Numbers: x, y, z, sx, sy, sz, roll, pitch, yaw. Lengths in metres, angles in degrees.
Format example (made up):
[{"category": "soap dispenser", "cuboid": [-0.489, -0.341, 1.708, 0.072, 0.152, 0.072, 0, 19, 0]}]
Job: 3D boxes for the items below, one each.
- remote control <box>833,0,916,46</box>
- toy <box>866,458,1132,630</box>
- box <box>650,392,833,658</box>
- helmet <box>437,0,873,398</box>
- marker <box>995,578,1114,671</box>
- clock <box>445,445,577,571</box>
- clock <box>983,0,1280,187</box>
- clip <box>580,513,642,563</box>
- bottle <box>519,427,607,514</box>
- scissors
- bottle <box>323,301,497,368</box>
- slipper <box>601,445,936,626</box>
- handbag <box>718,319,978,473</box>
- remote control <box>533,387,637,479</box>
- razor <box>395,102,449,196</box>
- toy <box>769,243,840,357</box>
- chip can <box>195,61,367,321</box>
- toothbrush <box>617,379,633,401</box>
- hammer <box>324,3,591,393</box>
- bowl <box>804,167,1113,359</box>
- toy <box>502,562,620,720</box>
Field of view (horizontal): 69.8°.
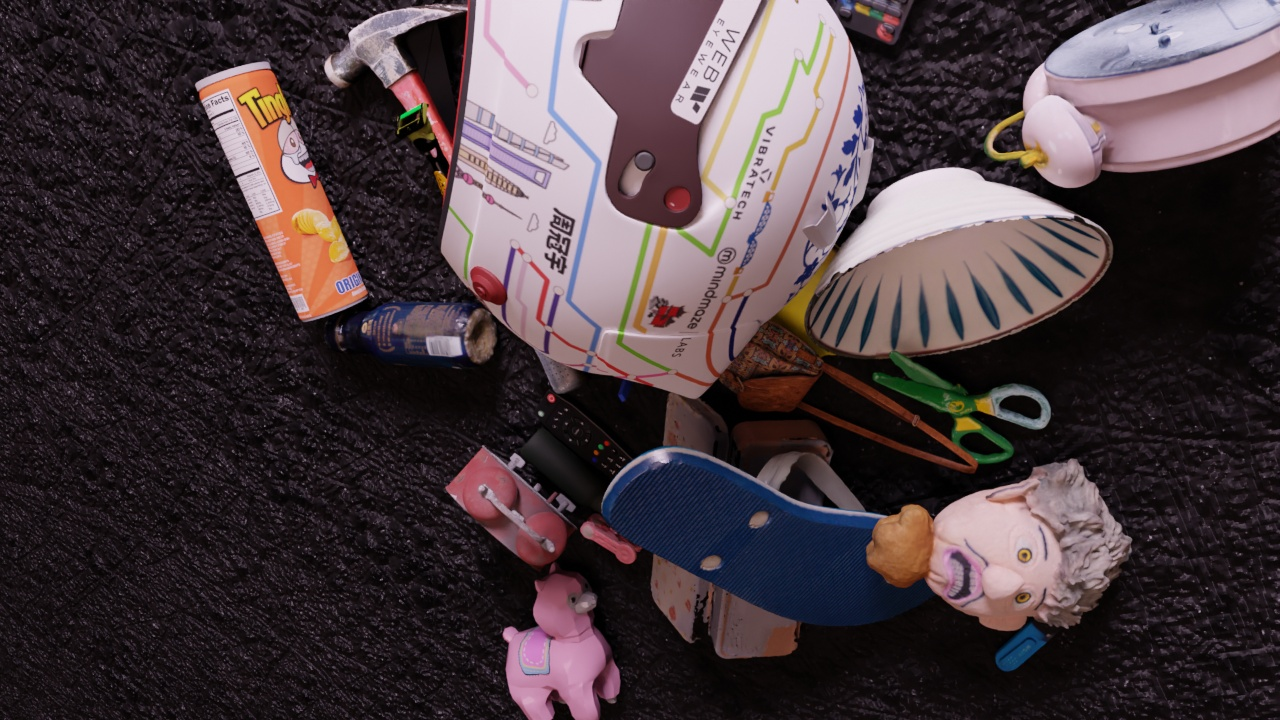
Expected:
[{"category": "remote control", "cuboid": [0.156, -0.258, 0.531, 0.045, 0.021, 0.141, 28, 128, 13]}, {"category": "toy", "cuboid": [0.242, 0.129, 0.617, 0.176, 0.076, 0.133, -2, 109, 2]}, {"category": "box", "cuboid": [0.075, 0.133, 0.749, 0.121, 0.094, 0.217, 2, 117, -5]}, {"category": "helmet", "cuboid": [0.014, -0.133, 0.534, 0.236, 0.230, 0.315, 14, 124, -2]}, {"category": "marker", "cuboid": [0.304, 0.191, 0.676, 0.018, 0.015, 0.123, 36, 122, 11]}, {"category": "clock", "cuboid": [-0.103, 0.121, 0.773, 0.110, 0.157, 0.062, 43, 81, -7]}, {"category": "clock", "cuboid": [0.260, -0.141, 0.479, 0.158, 0.116, 0.059, -14, 115, 28]}, {"category": "clip", "cuboid": [-0.028, 0.161, 0.813, 0.059, 0.039, 0.023, 29, 126, 16]}, {"category": "bottle", "cuboid": [-0.049, 0.109, 0.801, 0.123, 0.032, 0.033, 39, 124, 4]}, {"category": "scissors", "cuboid": [0.218, 0.021, 0.614, 0.132, 0.013, 0.078, 35, 122, -18]}, {"category": "bottle", "cuboid": [-0.203, -0.023, 0.799, 0.161, 0.056, 0.056, 3, 114, 25]}, {"category": "slipper", "cuboid": [0.099, 0.122, 0.660, 0.294, 0.060, 0.118, 25, 114, -27]}, {"category": "handbag", "cuboid": [0.142, 0.038, 0.647, 0.196, 0.043, 0.094, 28, 161, 6]}, {"category": "remote control", "cuboid": [-0.036, 0.073, 0.790, 0.125, 0.010, 0.039, 39, 124, 5]}, {"category": "razor", "cuboid": [-0.145, -0.123, 0.704, 0.044, 0.021, 0.144, -4, 113, 50]}, {"category": "toy", "cuboid": [0.116, -0.043, 0.642, 0.095, 0.041, 0.094, 29, 129, 10]}, {"category": "chip can", "cuboid": [-0.305, -0.142, 0.789, 0.062, 0.062, 0.210, -10, 109, 30]}, {"category": "toothbrush", "cuboid": [-0.004, 0.004, 0.644, 0.011, 0.186, 0.016, -32, 97, 8]}, {"category": "hammer", "cuboid": [-0.122, -0.122, 0.726, 0.141, 0.036, 0.326, -20, 104, 34]}, {"category": "bowl", "cuboid": [0.182, -0.067, 0.560, 0.178, 0.177, 0.070, -23, 62, 33]}, {"category": "toy", "cuboid": [-0.079, 0.272, 0.875, 0.123, 0.067, 0.157, -11, 104, 31]}]
